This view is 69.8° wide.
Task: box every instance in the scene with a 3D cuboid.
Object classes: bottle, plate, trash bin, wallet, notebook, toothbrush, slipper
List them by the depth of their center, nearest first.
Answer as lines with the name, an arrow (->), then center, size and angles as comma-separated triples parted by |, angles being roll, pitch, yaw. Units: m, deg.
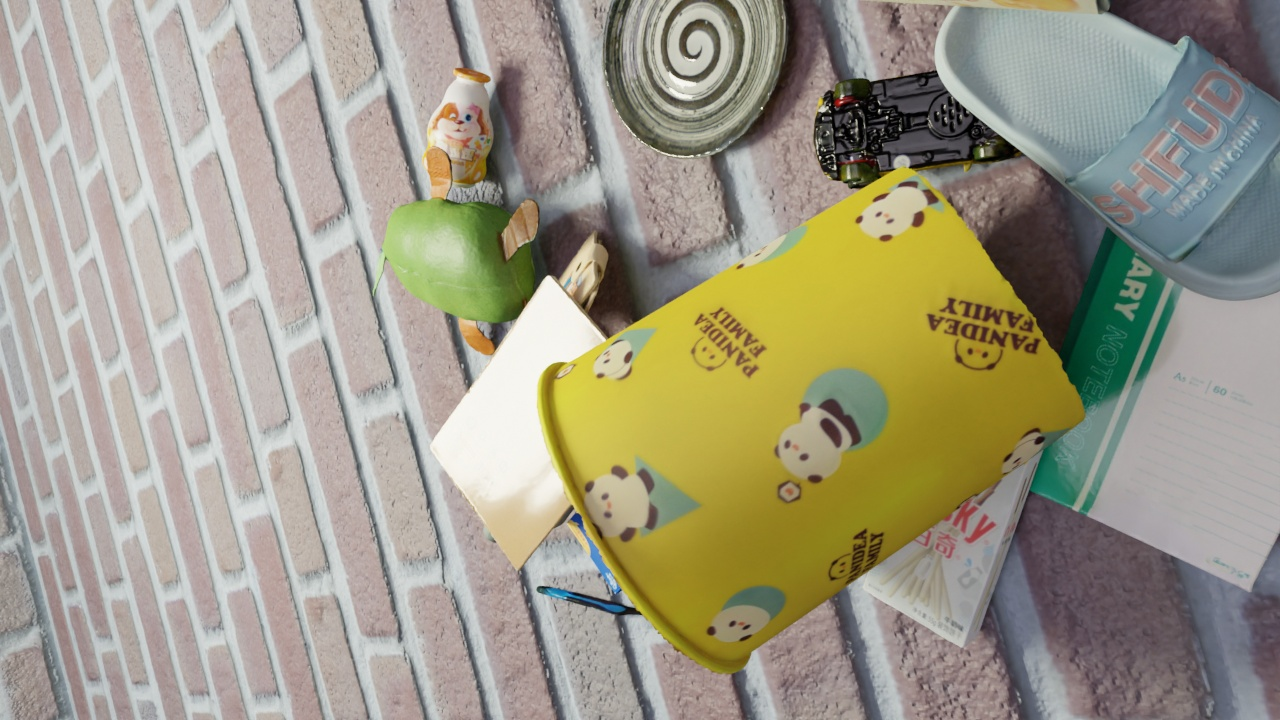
slipper -> 0.271, -0.137, 0.511 | 0.245, 0.074, 0.104 | 44, 103, 20
notebook -> 0.329, 0.014, 0.552 | 0.150, 0.012, 0.209 | 26, 115, 35
trash bin -> 0.105, 0.029, 0.573 | 0.256, 0.229, 0.229 | -35, 75, 13
plate -> 0.042, -0.252, 0.731 | 0.180, 0.024, 0.179 | 9, 105, 37
notebook -> -0.089, 0.053, 0.766 | 0.148, 0.008, 0.208 | 48, 115, 24
wallet -> -0.054, -0.061, 0.802 | 0.024, 0.115, 0.087 | 24, 117, -14
bottle -> -0.173, -0.225, 0.888 | 0.063, 0.063, 0.108 | 32, 118, 31
toothbrush -> -0.036, 0.242, 0.900 | 0.190, 0.014, 0.016 | 1, 123, 40

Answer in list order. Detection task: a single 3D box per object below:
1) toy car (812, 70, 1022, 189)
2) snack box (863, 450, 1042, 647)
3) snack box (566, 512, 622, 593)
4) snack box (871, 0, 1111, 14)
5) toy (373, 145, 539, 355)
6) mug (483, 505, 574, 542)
toy car -> 0.191, -0.157, 0.610 | 0.156, 0.041, 0.071 | -5, 92, 26
snack box -> 0.218, 0.115, 0.650 | 0.085, 0.026, 0.157 | 27, 116, 39
snack box -> -0.001, 0.138, 0.840 | 0.084, 0.026, 0.158 | 52, 126, 19
snack box -> 0.204, -0.300, 0.534 | 0.178, 0.045, 0.182 | 20, 91, 35
toy -> -0.170, -0.097, 0.890 | 0.247, 0.089, 0.227 | 19, 127, 37
mug -> -0.086, 0.104, 0.845 | 0.083, 0.123, 0.104 | 40, 121, 2
